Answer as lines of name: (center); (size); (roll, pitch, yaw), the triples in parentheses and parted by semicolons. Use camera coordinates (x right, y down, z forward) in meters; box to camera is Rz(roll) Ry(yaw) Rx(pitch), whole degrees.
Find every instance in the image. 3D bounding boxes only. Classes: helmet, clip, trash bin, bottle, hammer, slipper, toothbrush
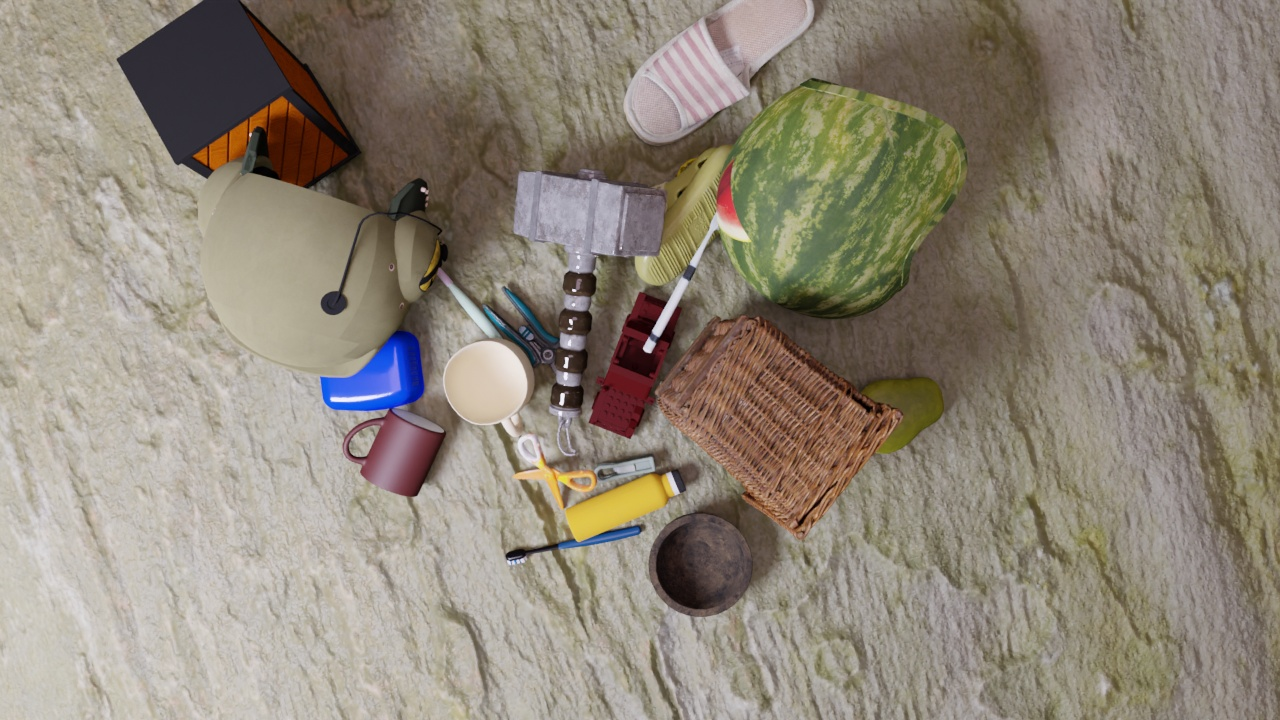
helmet: (-0.345, -0.102, 0.980); (0.250, 0.255, 0.233); (17, 90, -3)
clip: (-0.019, 0.130, 1.108); (0.076, 0.044, 0.023); (-12, 89, 1)
trash bin: (-0.435, -0.278, 1.015); (0.140, 0.172, 0.139); (-33, 78, 1)
bottle: (-0.016, 0.171, 1.100); (0.143, 0.043, 0.043); (-23, 91, 1)
hammer: (-0.074, -0.054, 1.053); (0.177, 0.079, 0.326); (18, 106, 41)
slipper: (0.049, -0.175, 1.083); (0.082, 0.091, 0.190); (32, 80, 38)
helmet: (0.202, -0.170, 1.004); (0.243, 0.213, 0.247); (9, 111, -21)
toothbrush: (-0.081, 0.224, 1.116); (0.167, 0.014, 0.014); (-11, 125, -2)
toothbrush: (-0.218, -0.079, 1.110); (0.022, 0.015, 0.155); (-41, 90, -31)
toothbrush: (0.053, -0.091, 1.055); (0.012, 0.017, 0.186); (26, 85, 33)
slipper: (0.095, -0.358, 1.085); (0.263, 0.052, 0.115); (-39, 90, 1)

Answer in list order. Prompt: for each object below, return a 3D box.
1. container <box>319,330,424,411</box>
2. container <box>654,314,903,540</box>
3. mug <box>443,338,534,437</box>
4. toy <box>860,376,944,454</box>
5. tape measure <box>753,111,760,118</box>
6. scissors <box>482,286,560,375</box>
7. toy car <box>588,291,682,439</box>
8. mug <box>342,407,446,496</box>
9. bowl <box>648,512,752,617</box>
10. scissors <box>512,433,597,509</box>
container: (-0.323, 0.013, 1.091); (0.114, 0.058, 0.096); (-7, 91, 0)
container: (0.125, 0.055, 0.987); (0.183, 0.250, 0.162); (39, 87, -4)
mug: (-0.167, 0.033, 1.070); (0.096, 0.099, 0.120); (-26, 93, 3)
toy: (0.312, 0.061, 1.093); (0.110, 0.051, 0.090); (-16, 93, -2)
tape measure: (0.157, -0.269, 1.096); (0.059, 0.030, 0.068); (20, 89, 0)
scissors: (-0.134, -0.024, 1.110); (0.146, 0.019, 0.133); (-1, 94, -1)
toy car: (-0.006, 0.007, 1.087); (0.070, 0.062, 0.170); (21, 91, 0)
mug: (-0.294, 0.102, 1.078); (0.105, 0.073, 0.082); (25, 91, -25)
bowl: (0.070, 0.238, 1.095); (0.121, 0.056, 0.121); (0, 91, 0)
scissors: (-0.108, 0.131, 1.082); (0.126, 0.011, 0.131); (-9, 123, 36)
